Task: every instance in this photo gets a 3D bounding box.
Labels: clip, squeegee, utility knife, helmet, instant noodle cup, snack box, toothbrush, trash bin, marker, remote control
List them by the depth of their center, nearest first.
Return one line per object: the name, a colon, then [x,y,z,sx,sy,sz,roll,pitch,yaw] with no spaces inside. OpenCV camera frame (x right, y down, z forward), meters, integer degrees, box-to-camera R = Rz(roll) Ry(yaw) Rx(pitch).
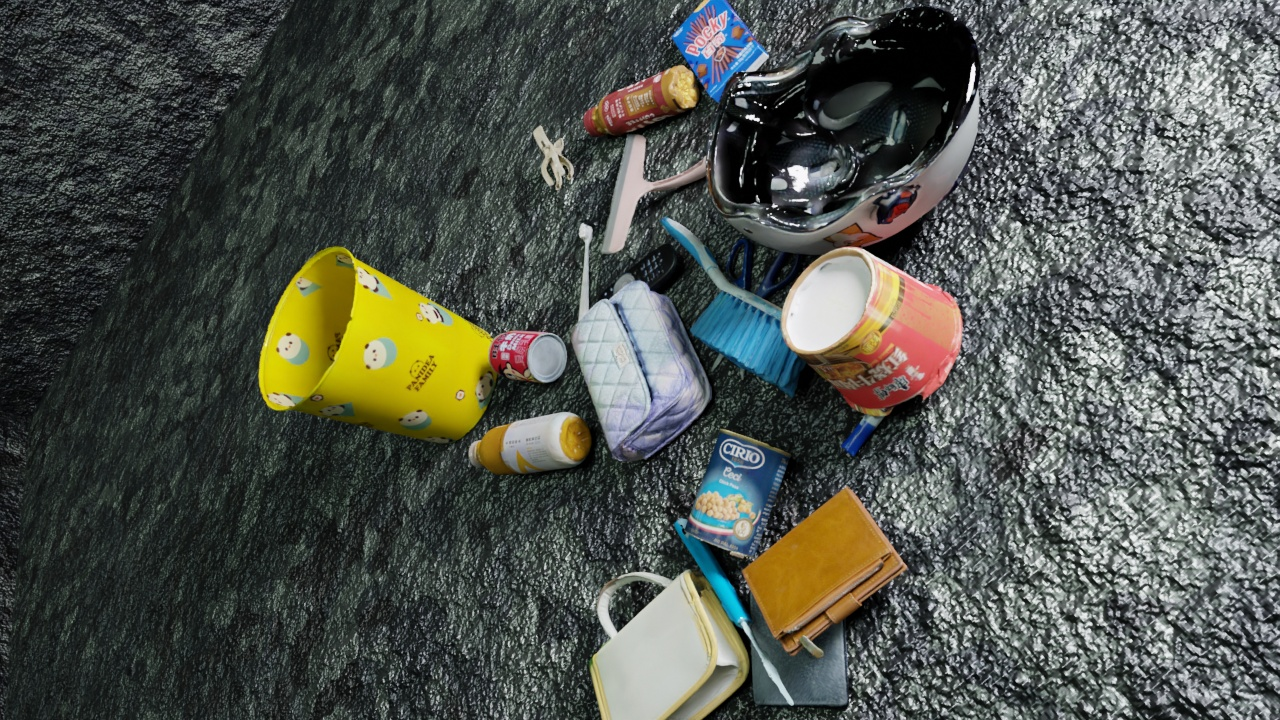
instant noodle cup: [0.203,-0.033,0.838,0.138,0.108,0.137,-36,38,35]
marker: [0.239,0.028,0.861,0.146,0.017,0.017,-55,44,11]
utility knife: [0.089,0.235,0.875,0.018,0.034,0.238,-41,37,5]
helmet: [0.207,-0.201,0.898,0.275,0.157,0.229,-21,56,24]
squeegee: [0.077,-0.246,1.130,0.250,0.040,0.247,-20,40,30]
remote control: [-0.001,-0.095,1.147,0.137,0.024,0.053,-36,51,29]
snack box: [0.100,-0.408,1.191,0.085,0.026,0.157,-43,47,23]
toothbrush: [-0.077,-0.106,1.232,0.016,0.016,0.179,-21,58,39]
trash bin: [-0.354,-0.004,1.281,0.230,0.255,0.229,-21,57,37]
clip: [-0.128,-0.299,1.356,0.035,0.071,0.100,-37,56,28]

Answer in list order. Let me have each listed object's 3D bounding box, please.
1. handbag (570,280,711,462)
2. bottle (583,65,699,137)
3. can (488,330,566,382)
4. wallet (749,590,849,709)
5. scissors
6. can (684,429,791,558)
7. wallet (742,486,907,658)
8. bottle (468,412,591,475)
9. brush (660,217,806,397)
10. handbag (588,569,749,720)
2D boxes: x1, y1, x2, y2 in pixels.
handbag: [-0.006,0.006,1.068,0.134,0.075,0.193,-43,46,22]
bottle: [-0.004,-0.344,1.241,0.175,0.057,0.057,-8,66,42]
can: [-0.152,-0.006,1.223,0.094,0.066,0.066,5,75,45]
wallet: [0.146,0.257,0.846,0.097,0.019,0.120,-16,62,38]
scissors: [0.120,-0.068,1.026,0.163,0.012,0.164,-43,49,23]
can: [0.096,0.133,0.909,0.075,0.075,0.111,15,83,47]
wallet: [0.162,0.190,0.822,0.131,0.035,0.119,-41,36,10]
bottle: [-0.146,0.109,1.162,0.190,0.068,0.068,-13,63,41]
brush: [0.088,-0.070,1.016,0.314,0.060,0.109,35,95,48]
handbag: [0.018,0.283,0.929,0.164,0.063,0.178,-47,41,20]
